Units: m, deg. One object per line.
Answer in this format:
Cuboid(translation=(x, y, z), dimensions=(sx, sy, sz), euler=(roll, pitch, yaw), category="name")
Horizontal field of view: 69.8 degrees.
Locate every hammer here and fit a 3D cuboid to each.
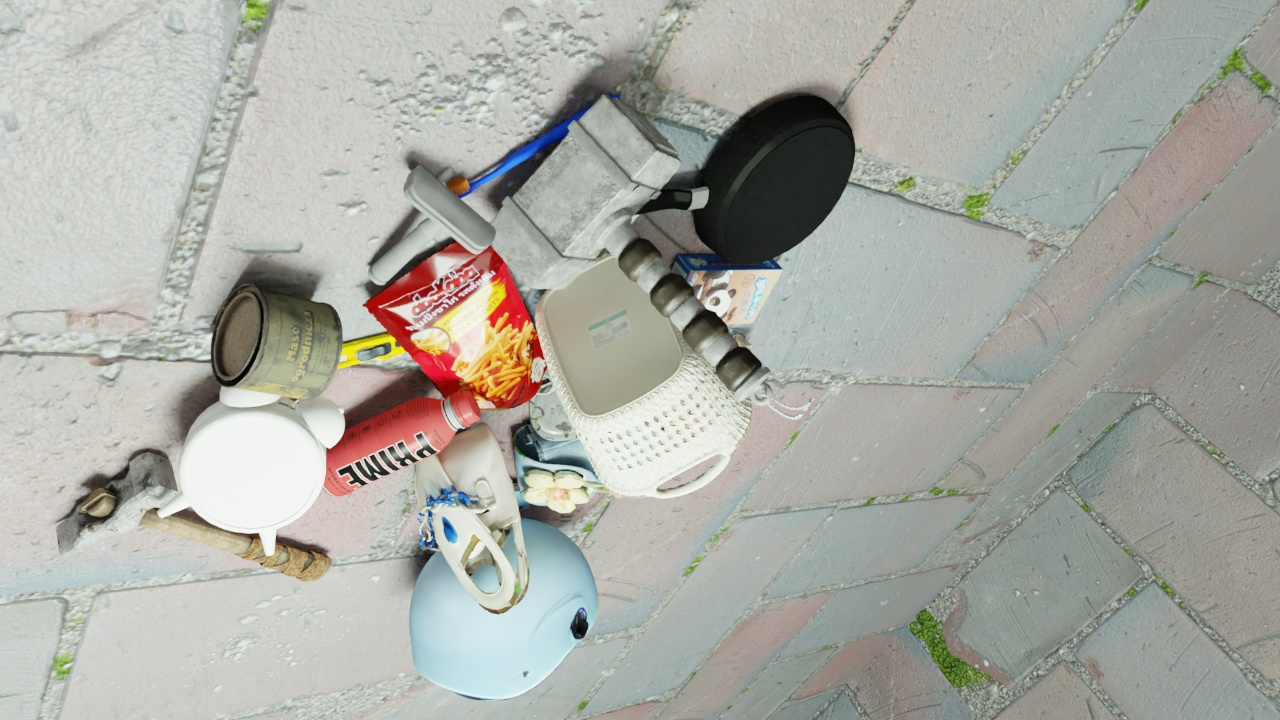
Cuboid(translation=(0.022, -0.064, 0.817), dimensions=(0.177, 0.326, 0.079), euler=(-45, 169, 17), category="hammer")
Cuboid(translation=(-0.445, 0.190, 0.973), dimensions=(0.121, 0.049, 0.319), euler=(-36, 148, 5), category="hammer")

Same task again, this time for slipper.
Cuboid(translation=(-0.002, 0.031, 1.102), dimensions=(0.268, 0.098, 0.055), euler=(-22, 180, -16), category="slipper")

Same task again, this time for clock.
Cuboid(translation=(-0.361, 0.090, 0.863), dimensions=(0.125, 0.073, 0.161), euler=(28, 98, -24), category="clock")

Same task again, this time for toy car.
Cuboid(translation=(-0.179, 0.177, 1.193), dimensions=(0.107, 0.027, 0.060), euler=(0, 134, -54), category="toy car")

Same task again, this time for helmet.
Cuboid(translation=(-0.172, 0.297, 1.184), dimensions=(0.264, 0.226, 0.167), euler=(-32, 131, -48), category="helmet")

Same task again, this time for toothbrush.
Cuboid(translation=(-0.097, -0.194, 0.828), dimensions=(0.182, 0.016, 0.018), euler=(-32, 140, -5), category="toothbrush")

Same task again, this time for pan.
Cuboid(translation=(0.091, -0.173, 0.975), dimensions=(0.354, 0.044, 0.205), euler=(-17, 142, -31), category="pan")

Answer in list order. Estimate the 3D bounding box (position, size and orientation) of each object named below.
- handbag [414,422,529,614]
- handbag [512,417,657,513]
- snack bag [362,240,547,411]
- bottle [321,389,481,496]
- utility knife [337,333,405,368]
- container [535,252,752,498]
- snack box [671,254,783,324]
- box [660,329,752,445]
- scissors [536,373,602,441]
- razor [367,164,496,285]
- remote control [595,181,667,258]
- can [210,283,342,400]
Cuboid(translation=(-0.192, 0.189, 1.033), dimensions=(0.092, 0.199, 0.201), euler=(-18, 157, -26), category="handbag")
Cuboid(translation=(-0.064, 0.123, 1.147), dimensions=(0.191, 0.118, 0.122), euler=(-16, 138, -18), category="handbag")
Cuboid(translation=(-0.177, -0.032, 0.935), dimensions=(0.139, 0.066, 0.208), euler=(-30, 137, -6), category="snack bag")
Cuboid(translation=(-0.251, 0.081, 0.956), dimensions=(0.177, 0.062, 0.062), euler=(-24, 146, 5), category="bottle")
Cuboid(translation=(-0.294, -0.002, 0.894), dimensions=(0.151, 0.017, 0.030), euler=(-15, 129, -23), category="utility knife")
Cuboid(translation=(-0.006, 0.006, 0.946), dimensions=(0.185, 0.246, 0.143), euler=(-30, 142, 5), category="container")
Cuboid(translation=(0.093, -0.084, 1.105), dimensions=(0.151, 0.034, 0.087), euler=(-4, 135, -37), category="snack box")
Cuboid(translation=(0.089, 0.041, 1.243), dimensions=(0.059, 0.056, 0.187), euler=(27, 116, -17), category="box")
Cuboid(translation=(-0.064, 0.032, 1.068), dimensions=(0.175, 0.014, 0.141), euler=(8, 93, -10), category="scissors")
Cuboid(translation=(-0.201, -0.106, 0.817), dimensions=(0.116, 0.047, 0.088), euler=(-35, 122, 26), category="razor")
Cuboid(translation=(-0.027, -0.150, 0.944), dimensions=(0.136, 0.011, 0.050), euler=(-48, 144, 18), category="remote control")
Cuboid(translation=(-0.315, -0.015, 0.792), dimensions=(0.074, 0.090, 0.090), euler=(16, 121, -49), category="can")
